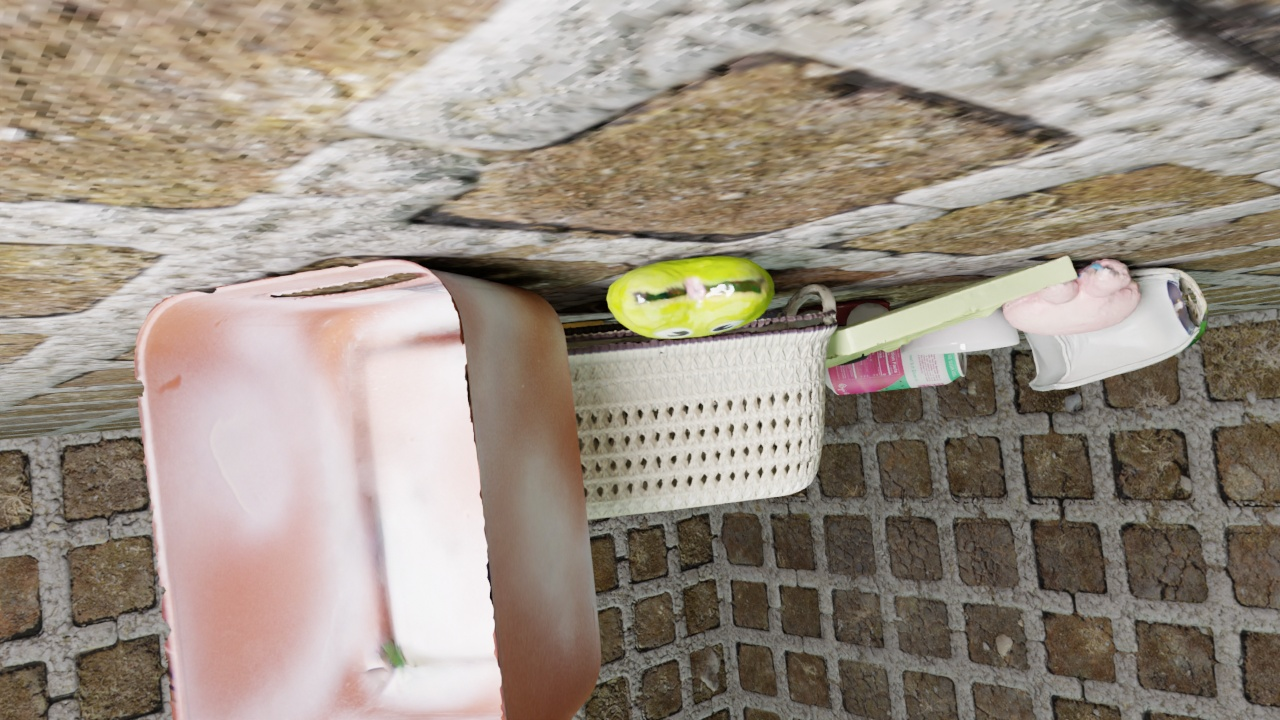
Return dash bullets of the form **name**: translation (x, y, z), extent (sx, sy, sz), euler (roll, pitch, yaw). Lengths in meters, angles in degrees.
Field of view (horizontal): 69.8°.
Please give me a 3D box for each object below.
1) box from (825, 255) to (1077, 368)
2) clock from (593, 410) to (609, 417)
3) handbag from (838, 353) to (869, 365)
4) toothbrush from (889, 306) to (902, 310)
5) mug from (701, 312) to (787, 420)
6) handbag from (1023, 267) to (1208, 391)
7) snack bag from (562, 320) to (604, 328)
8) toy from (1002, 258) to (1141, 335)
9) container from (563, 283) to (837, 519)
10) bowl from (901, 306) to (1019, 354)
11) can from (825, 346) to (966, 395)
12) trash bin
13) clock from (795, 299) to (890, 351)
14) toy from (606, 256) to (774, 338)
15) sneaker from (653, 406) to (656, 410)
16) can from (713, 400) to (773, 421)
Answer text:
- **box**: translation (0.218, -0.030, 0.710), extent (0.187, 0.030, 0.138), euler (-18, 174, -10)
- **clock**: translation (-0.052, 0.013, 0.847), extent (0.054, 0.093, 0.141), euler (-13, 171, 0)
- **handbag**: translation (0.194, -0.022, 0.996), extent (0.129, 0.054, 0.079), euler (-5, 174, 26)
- **toothbrush**: translation (0.302, -0.051, 0.984), extent (0.166, 0.016, 0.016), euler (-5, 178, -26)
- **mug**: translation (0.097, 0.011, 0.916), extent (0.124, 0.104, 0.083), euler (-8, 177, 42)
- **handbag**: translation (0.444, -0.035, 0.888), extent (0.142, 0.096, 0.198), euler (-21, 173, 13)
- **snack bag**: translation (-0.069, -0.021, 0.789), extent (0.099, 0.020, 0.026), euler (-6, 176, -6)
- **toy**: translation (0.356, -0.054, 0.753), extent (0.108, 0.053, 0.105), euler (-5, 163, 17)
- **container**: translation (0.014, 0.025, 0.660), extent (0.251, 0.143, 0.185), euler (-5, -174, -10)
- **bowl**: translation (0.323, -0.037, 0.935), extent (0.114, 0.050, 0.115), euler (-4, 175, 0)
- **can**: translation (0.313, -0.008, 1.144), extent (0.166, 0.088, 0.088), euler (-7, 177, 28)
- **trash bin**: translation (-0.130, 0.090, 0.490), extent (0.182, 0.259, 0.157), euler (-7, 179, 17)
- **clock**: translation (0.194, -0.029, 0.877), extent (0.096, 0.048, 0.137), euler (-7, 177, 17)
- **toy**: translation (0.027, -0.033, 0.516), extent (0.092, 0.043, 0.118), euler (-7, 179, -3)
- **sneaker**: translation (-0.006, 0.005, 0.947), extent (0.079, 0.087, 0.235), euler (27, 177, -7)
- **can**: translation (0.110, 0.022, 1.021), extent (0.087, 0.086, 0.116), euler (-7, 159, 19)
